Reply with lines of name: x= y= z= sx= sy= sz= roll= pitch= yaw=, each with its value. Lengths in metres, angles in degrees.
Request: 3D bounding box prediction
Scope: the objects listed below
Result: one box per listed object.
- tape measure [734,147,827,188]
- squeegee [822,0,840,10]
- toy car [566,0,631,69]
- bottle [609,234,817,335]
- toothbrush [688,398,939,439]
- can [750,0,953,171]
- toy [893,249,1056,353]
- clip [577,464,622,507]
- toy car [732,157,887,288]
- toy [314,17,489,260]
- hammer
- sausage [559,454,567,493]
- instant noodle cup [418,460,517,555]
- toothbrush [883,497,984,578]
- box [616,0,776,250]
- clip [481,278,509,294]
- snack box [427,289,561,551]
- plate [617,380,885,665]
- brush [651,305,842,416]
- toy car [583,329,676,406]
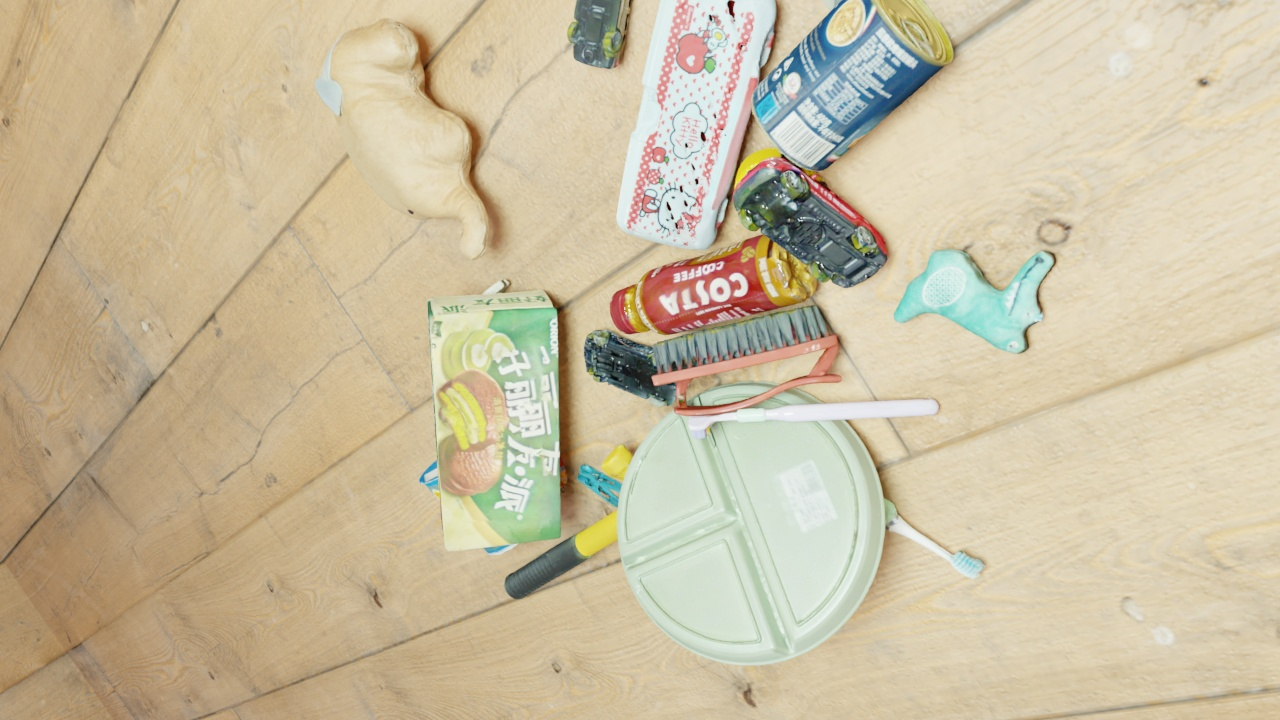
tape measure: x=0.099 y=-0.130 z=0.676 sx=0.057 sy=0.028 sz=0.060 roll=39 pitch=134 yaw=-24
squeegee: x=0.032 y=-0.369 z=0.599 sx=0.247 sy=0.039 sz=0.247 roll=23 pitch=142 yaw=31
toy car: x=-0.027 y=-0.269 z=0.693 sx=0.042 sy=0.035 sz=0.091 roll=22 pitch=118 yaw=23
bottle: x=0.052 y=-0.056 z=0.732 sx=0.175 sy=0.057 sz=0.057 roll=-13 pitch=105 yaw=38
toothbrush: x=0.132 y=0.044 z=0.707 sx=0.189 sy=0.029 sz=0.021 roll=-5 pitch=86 yaw=11
can: x=0.134 y=-0.185 z=0.597 sx=0.075 sy=0.075 sz=0.111 roll=52 pitch=131 yaw=2
toy: x=0.235 y=-0.045 z=0.631 sx=0.092 sy=0.030 sz=0.097 roll=34 pitch=121 yaw=10
clip: x=-0.039 y=0.124 z=0.919 sx=0.056 sy=0.014 sz=0.041 roll=31 pitch=128 yaw=16
toy car: x=0.119 y=-0.098 z=0.645 sx=0.120 sy=0.045 sz=0.053 roll=31 pitch=136 yaw=-23
toy: x=-0.206 y=-0.190 z=0.831 sx=0.144 sy=0.082 sz=0.226 roll=-17 pitch=105 yaw=52
hammer: x=-0.057 y=0.191 z=0.945 sx=0.129 sy=0.032 sz=0.302 roll=45 pitch=134 yaw=-6
sausage: x=-0.103 y=0.065 z=0.930 sx=0.020 sy=0.020 sz=0.156 roll=-9 pitch=108 yaw=38
instant noodle cup: x=-0.161 y=0.141 z=0.968 sx=0.099 sy=0.099 sz=0.110 roll=-22 pitch=107 yaw=40
toothbrush: x=0.175 y=0.112 z=0.753 sx=0.224 sy=0.026 sz=0.027 roll=32 pitch=136 yaw=18
box: x=0.038 y=-0.176 z=0.674 sx=0.090 sy=0.067 sz=0.202 roll=27 pitch=126 yaw=21
clip: x=-0.151 y=-0.040 z=0.901 sx=0.034 sy=0.063 sz=0.098 roll=50 pitch=124 yaw=2
snack box: x=-0.137 y=0.058 z=0.865 sx=0.063 sy=0.114 sz=0.240 roll=-129 pitch=38 yaw=-66
plate: x=0.079 y=0.126 z=0.739 sx=0.231 sy=0.027 sz=0.230 roll=-8 pitch=72 yaw=25
brush: x=0.086 y=0.002 z=0.726 sx=0.146 sy=0.063 sz=0.069 roll=-13 pitch=92 yaw=25
toy car: x=-0.005 y=0.005 z=0.821 sx=0.106 sy=0.031 sz=0.049 roll=22 pitch=126 yaw=28
